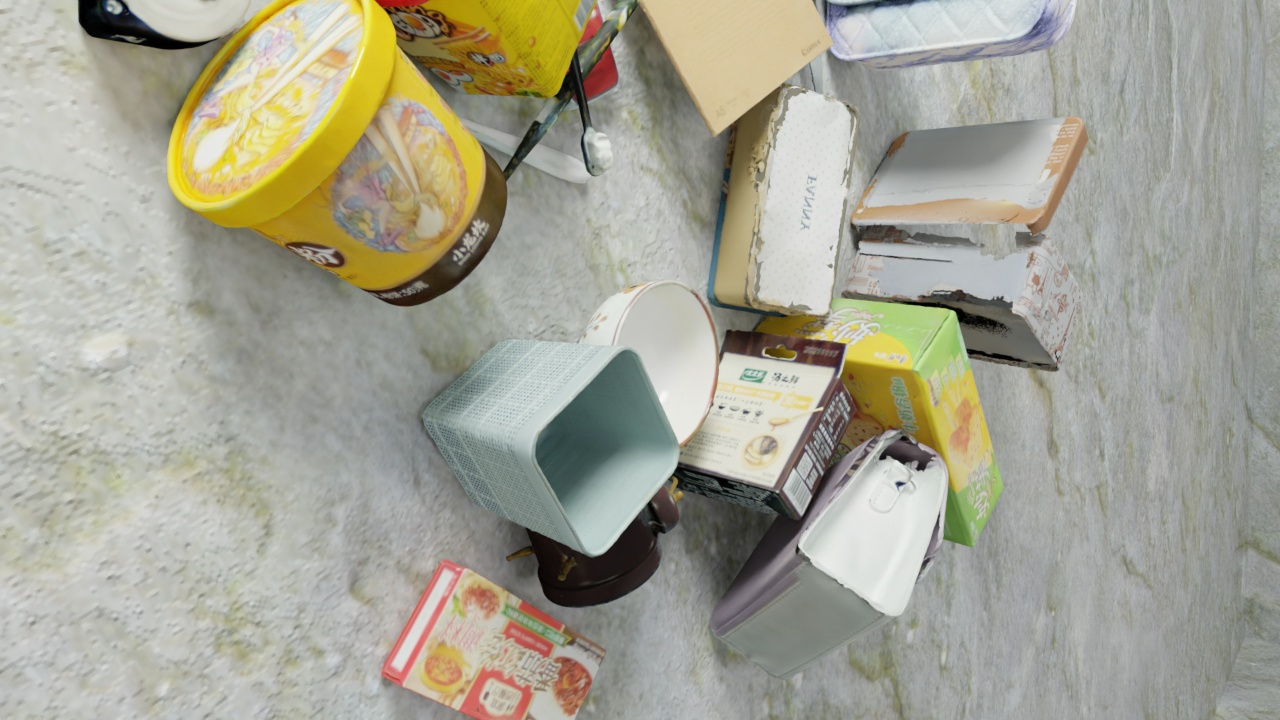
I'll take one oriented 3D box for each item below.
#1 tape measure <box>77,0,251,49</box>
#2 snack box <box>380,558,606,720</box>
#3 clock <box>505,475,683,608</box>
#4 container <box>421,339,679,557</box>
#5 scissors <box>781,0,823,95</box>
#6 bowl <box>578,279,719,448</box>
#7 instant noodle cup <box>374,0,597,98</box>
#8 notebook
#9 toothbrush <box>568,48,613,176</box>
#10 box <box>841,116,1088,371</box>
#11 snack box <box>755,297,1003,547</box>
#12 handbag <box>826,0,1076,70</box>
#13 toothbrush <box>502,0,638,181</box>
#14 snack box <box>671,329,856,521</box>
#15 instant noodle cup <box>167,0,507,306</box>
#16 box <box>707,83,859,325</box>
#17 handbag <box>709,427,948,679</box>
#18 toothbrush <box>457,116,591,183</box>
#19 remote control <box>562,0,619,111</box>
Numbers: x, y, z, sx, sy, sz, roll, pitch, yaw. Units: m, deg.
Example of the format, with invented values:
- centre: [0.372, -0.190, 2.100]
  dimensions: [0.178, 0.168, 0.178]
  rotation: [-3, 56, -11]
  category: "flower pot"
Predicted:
- centre: [-0.204, -0.168, 0.394]
  dimensions: [0.065, 0.034, 0.066]
  rotation: [-8, 104, -46]
  category: "tape measure"
- centre: [-0.087, 0.191, 0.583]
  dimensions: [0.153, 0.025, 0.075]
  rotation: [46, 64, -41]
  category: "snack box"
- centre: [-0.023, 0.108, 0.598]
  dimensions: [0.121, 0.082, 0.055]
  rotation: [-32, 112, -37]
  category: "clock"
- centre: [-0.055, 0.044, 0.530]
  dimensions: [0.089, 0.112, 0.090]
  rotation: [-46, 127, -33]
  category: "container"
- centre: [0.135, -0.317, 0.715]
  dimensions: [0.210, 0.022, 0.222]
  rotation: [-56, 137, -20]
  category: "scissors"
- centre: [-0.004, 0.004, 0.612]
  dimensions: [0.113, 0.062, 0.113]
  rotation: [-3, 94, -50]
  category: "bowl"
- centre: [-0.089, -0.200, 0.462]
  dimensions: [0.123, 0.116, 0.116]
  rotation: [38, 69, -56]
  category: "instant noodle cup"
- centre: [0.042, -0.276, 0.617]
  dimensions: [0.149, 0.012, 0.211]
  rotation: [-43, 111, -31]
  category: "notebook"
- centre: [-0.043, -0.198, 0.532]
  dimensions: [0.015, 0.018, 0.181]
  rotation: [-20, 102, -30]
  category: "toothbrush"
- centre: [0.305, -0.117, 0.842]
  dimensions: [0.156, 0.183, 0.193]
  rotation: [36, 73, -45]
  category: "box"
- centre: [0.199, 0.049, 0.768]
  dimensions: [0.069, 0.158, 0.210]
  rotation: [-48, 128, -28]
  category: "snack box"
- centre: [0.241, -0.308, 0.728]
  dimensions: [0.075, 0.194, 0.134]
  rotation: [-4, 98, -46]
  category: "handbag"
- centre: [-0.051, -0.152, 0.546]
  dimensions: [0.012, 0.017, 0.185]
  rotation: [32, 74, 0]
  category: "toothbrush"
- centre: [0.089, 0.044, 0.682]
  dimensions: [0.125, 0.113, 0.053]
  rotation: [-56, 132, -25]
  category: "snack box"
- centre: [-0.132, -0.092, 0.429]
  dimensions: [0.114, 0.119, 0.118]
  rotation: [41, 67, -52]
  category: "instant noodle cup"
- centre: [0.109, -0.113, 0.706]
  dimensions: [0.089, 0.060, 0.184]
  rotation: [9, 93, -32]
  category: "box"
- centre: [0.147, 0.152, 0.706]
  dimensions: [0.144, 0.098, 0.197]
  rotation: [-56, 176, -33]
  category: "handbag"
- centre: [-0.092, -0.131, 0.535]
  dimensions: [0.179, 0.016, 0.016]
  rotation: [10, 93, -49]
  category: "toothbrush"
- centre: [-0.051, -0.224, 0.558]
  dimensions: [0.055, 0.020, 0.136]
  rotation: [-38, 122, -36]
  category: "remote control"
